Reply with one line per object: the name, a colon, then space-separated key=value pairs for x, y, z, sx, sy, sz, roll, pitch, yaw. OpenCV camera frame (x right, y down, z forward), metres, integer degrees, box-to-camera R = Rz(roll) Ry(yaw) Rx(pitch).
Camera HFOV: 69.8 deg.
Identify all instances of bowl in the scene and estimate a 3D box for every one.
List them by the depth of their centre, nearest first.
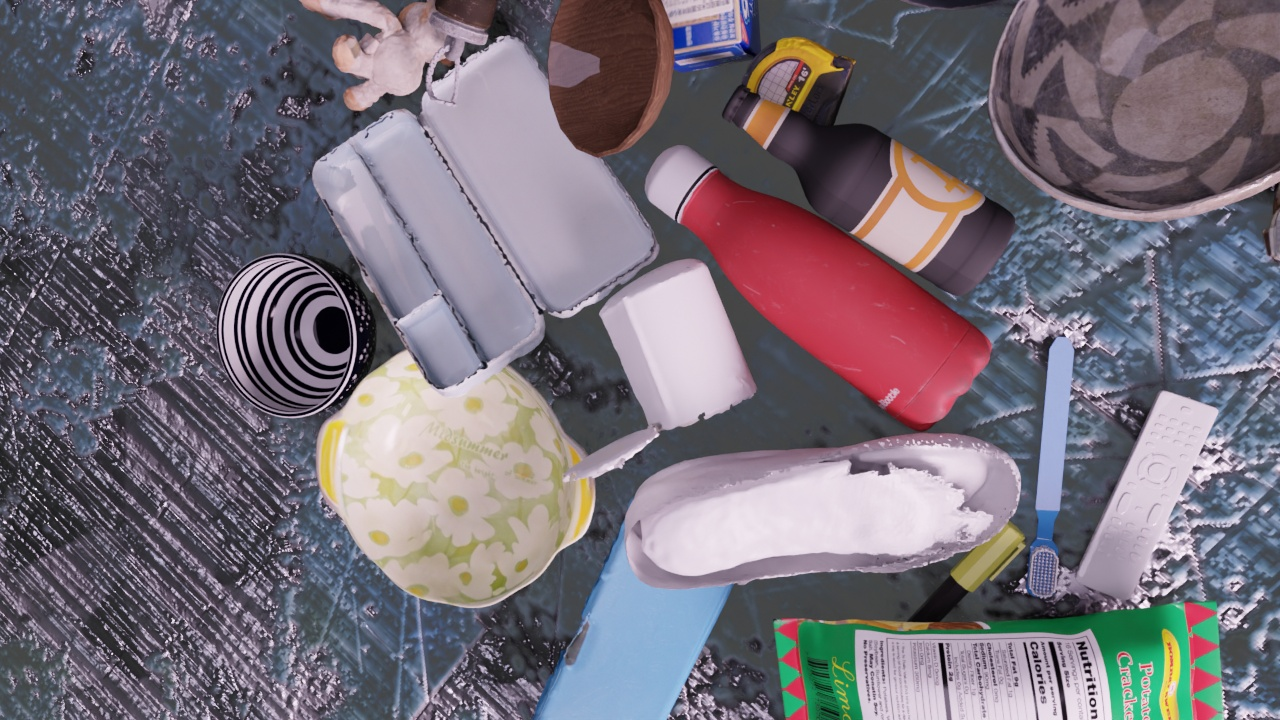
bowl: x=0.289 y=-0.151 z=0.495 sx=0.179 sy=0.081 sz=0.178 roll=-11 pitch=71 yaw=35
bowl: x=-0.014 y=-0.188 z=0.578 sx=0.118 sy=0.030 sz=0.118 roll=13 pitch=107 yaw=49
bowl: x=-0.128 y=0.080 z=0.673 sx=0.219 sy=0.060 sz=0.188 roll=5 pitch=97 yaw=16
bowl: x=-0.248 y=-0.021 z=0.694 sx=0.120 sy=0.066 sz=0.120 roll=2 pitch=97 yaw=17

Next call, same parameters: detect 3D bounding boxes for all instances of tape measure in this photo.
tape measure: x=0.096 y=-0.171 z=0.584 sx=0.064 sy=0.037 sz=0.066 roll=22 pitch=116 yaw=8

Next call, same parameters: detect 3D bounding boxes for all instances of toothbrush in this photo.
toothbrush: x=0.258 y=0.068 z=0.575 sx=0.016 sy=0.014 sz=0.166 roll=4 pitch=97 yaw=17

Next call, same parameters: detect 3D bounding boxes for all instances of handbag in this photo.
handbag: x=0.387 y=-0.090 z=0.433 sx=0.113 sy=0.171 sz=0.123 roll=-6 pitch=95 yaw=18

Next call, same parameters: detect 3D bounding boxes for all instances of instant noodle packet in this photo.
instant noodle packet: x=0.220 y=0.247 z=0.566 sx=0.253 sy=0.090 sz=0.195 roll=-6 pitch=97 yaw=14

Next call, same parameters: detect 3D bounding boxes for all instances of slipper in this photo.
slipper: x=0.113 y=0.092 z=0.580 sx=0.247 sy=0.074 sz=0.112 roll=-8 pitch=127 yaw=3

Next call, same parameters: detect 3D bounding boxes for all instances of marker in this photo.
marker: x=0.203 y=0.154 z=0.600 sx=0.021 sy=0.017 sz=0.124 roll=39 pitch=107 yaw=10

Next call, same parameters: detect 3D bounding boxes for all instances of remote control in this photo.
remote control: x=0.308 y=0.083 z=0.562 sx=0.033 sy=0.012 sz=0.131 roll=21 pitch=102 yaw=12

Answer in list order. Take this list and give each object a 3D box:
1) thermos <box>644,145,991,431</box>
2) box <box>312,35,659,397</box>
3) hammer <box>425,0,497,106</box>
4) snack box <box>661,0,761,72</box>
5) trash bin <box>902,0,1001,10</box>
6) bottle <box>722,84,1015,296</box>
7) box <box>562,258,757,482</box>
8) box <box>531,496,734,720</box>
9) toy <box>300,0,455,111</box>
thermos: x=0.102 y=-0.054 z=0.578 sx=0.240 sy=0.073 sz=0.073 roll=38 pitch=106 yaw=10
box: x=-0.111 y=-0.103 z=0.633 sx=0.189 sy=0.037 sz=0.208 roll=-35 pitch=76 yaw=-1
hammer: x=-0.080 y=-0.322 z=0.575 sx=0.177 sy=0.079 sz=0.327 roll=45 pitch=120 yaw=43
snack box: x=0.038 y=-0.293 z=0.580 sx=0.056 sy=0.057 sz=0.207 roll=-2 pitch=96 yaw=21
trash bin: x=0.165 y=-0.287 z=0.449 sx=0.164 sy=0.227 sz=0.164 roll=2 pitch=97 yaw=17
bottle: x=0.131 y=-0.110 z=0.553 sx=0.181 sy=0.059 sz=0.059 roll=32 pitch=105 yaw=0
box: x=-0.004 y=0.004 z=0.588 sx=0.080 sy=0.150 sz=0.106 roll=-24 pitch=91 yaw=58
box: x=-0.008 y=0.209 z=0.666 sx=0.093 sy=0.052 sz=0.232 roll=22 pitch=103 yaw=-3
toy: x=-0.174 y=-0.229 z=0.645 sx=0.106 sy=0.085 sz=0.074 roll=-15 pitch=58 yaw=0
